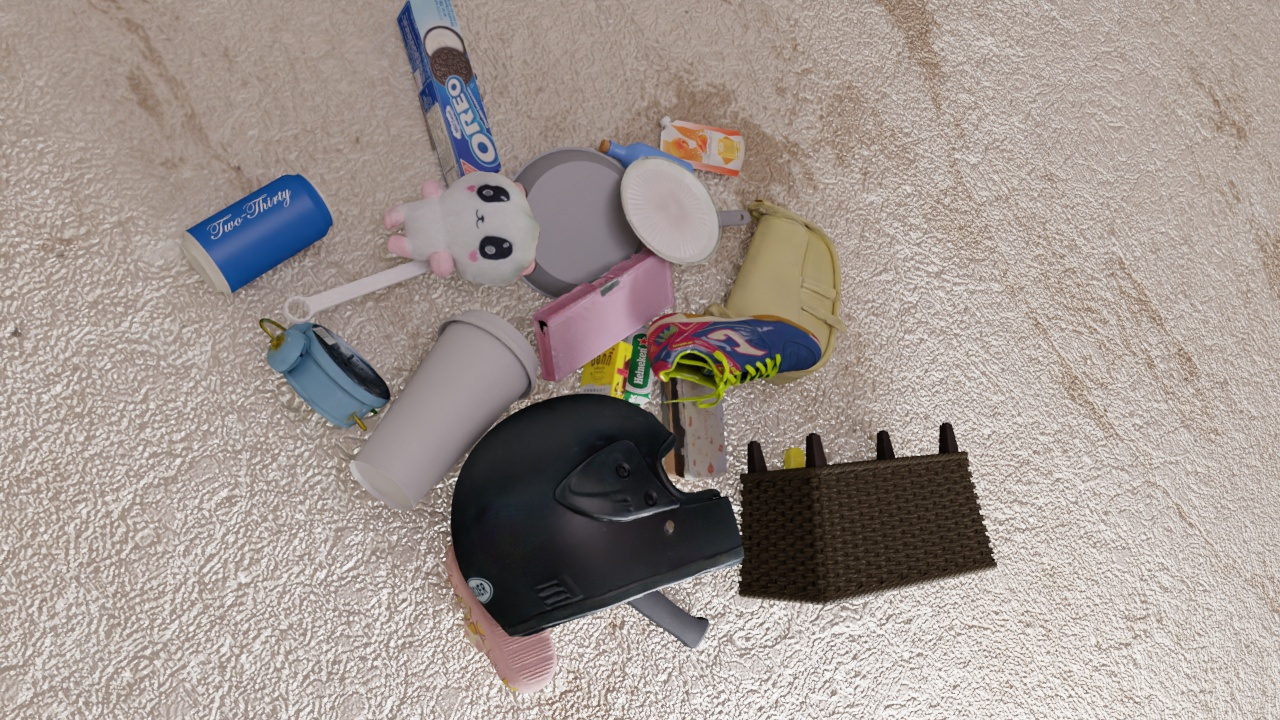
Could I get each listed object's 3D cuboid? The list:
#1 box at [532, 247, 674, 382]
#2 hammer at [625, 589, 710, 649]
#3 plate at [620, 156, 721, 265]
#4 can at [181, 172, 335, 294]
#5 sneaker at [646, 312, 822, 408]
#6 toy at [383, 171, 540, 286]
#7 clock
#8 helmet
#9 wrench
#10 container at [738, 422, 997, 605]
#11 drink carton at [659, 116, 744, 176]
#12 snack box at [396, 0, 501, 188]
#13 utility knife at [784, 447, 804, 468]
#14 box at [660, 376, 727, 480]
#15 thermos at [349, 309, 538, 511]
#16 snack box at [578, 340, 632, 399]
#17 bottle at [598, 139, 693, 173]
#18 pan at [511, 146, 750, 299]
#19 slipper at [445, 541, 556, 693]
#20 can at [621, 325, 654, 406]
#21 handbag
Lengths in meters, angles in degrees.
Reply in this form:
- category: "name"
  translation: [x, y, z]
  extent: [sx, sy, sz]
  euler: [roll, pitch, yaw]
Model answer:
- category: "box"
  translation: [-0.040, -0.062, 1.128]
  extent: [0.232, 0.037, 0.098]
  euler: [-37, 134, -40]
- category: "hammer"
  translation: [-0.032, 0.266, 1.167]
  extent: [0.312, 0.035, 0.139]
  euler: [39, 70, -17]
- category: "plate"
  translation: [0.039, -0.191, 1.182]
  extent: [0.156, 0.014, 0.156]
  euler: [15, 61, -29]
- category: "can"
  translation: [-0.416, -0.140, 1.001]
  extent: [0.145, 0.079, 0.079]
  euler: [-39, 101, -25]
- category: "sneaker"
  translation: [0.124, 0.004, 1.175]
  extent: [0.241, 0.116, 0.091]
  euler: [4, 54, -16]
- category: "toy"
  translation: [-0.208, -0.154, 1.079]
  extent: [0.179, 0.102, 0.138]
  euler: [-3, 83, -22]
- category: "clock"
  translation: [-0.345, 0.006, 1.000]
  extent: [0.060, 0.118, 0.162]
  euler: [-44, 100, 0]
- category: "helmet"
  translation: [-0.053, 0.153, 1.014]
  extent: [0.315, 0.250, 0.235]
  euler: [-11, 76, -28]
- category: "wrench"
  translation: [-0.286, -0.096, 1.055]
  extent: [0.272, 0.009, 0.047]
  euler: [-29, 87, -43]
- category: "container"
  translation: [0.298, 0.199, 1.244]
  extent: [0.320, 0.177, 0.205]
  euler: [-1, 82, -32]
- category: "drink carton"
  translation: [0.084, -0.302, 1.297]
  extent: [0.122, 0.039, 0.069]
  euler: [5, 82, -19]
- category: "snack box"
  translation: [-0.236, -0.328, 1.126]
  extent: [0.059, 0.060, 0.226]
  euler: [-16, 91, -31]
- category: "utility knife"
  translation: [0.216, 0.230, 1.300]
  extent: [0.028, 0.020, 0.213]
  euler: [8, 79, -25]
- category: "box"
  translation: [0.069, 0.052, 1.236]
  extent: [0.081, 0.063, 0.216]
  euler: [0, 85, -30]
- category: "thermos"
  translation: [-0.220, 0.057, 1.026]
  extent: [0.131, 0.132, 0.221]
  euler: [45, 56, -15]
- category: "snack box"
  translation: [-0.051, 0.050, 1.166]
  extent: [0.025, 0.061, 0.148]
  euler: [21, 74, -45]
- category: "bottle"
  translation: [0.005, -0.267, 1.242]
  extent: [0.131, 0.048, 0.048]
  euler: [18, 76, -23]
- category: "pan"
  translation: [-0.007, -0.182, 1.205]
  extent: [0.356, 0.051, 0.201]
  euler: [-6, 95, -19]
- category: "slipper"
  translation: [-0.168, 0.297, 1.071]
  extent: [0.093, 0.082, 0.197]
  euler: [-15, 67, -44]
- category: "can"
  translation: [-0.007, 0.007, 1.199]
  extent: [0.053, 0.053, 0.101]
  euler: [13, 78, -25]
- category: "handbag"
  translation: [0.201, -0.095, 1.297]
  extent: [0.191, 0.089, 0.232]
  euler: [27, 73, -18]
